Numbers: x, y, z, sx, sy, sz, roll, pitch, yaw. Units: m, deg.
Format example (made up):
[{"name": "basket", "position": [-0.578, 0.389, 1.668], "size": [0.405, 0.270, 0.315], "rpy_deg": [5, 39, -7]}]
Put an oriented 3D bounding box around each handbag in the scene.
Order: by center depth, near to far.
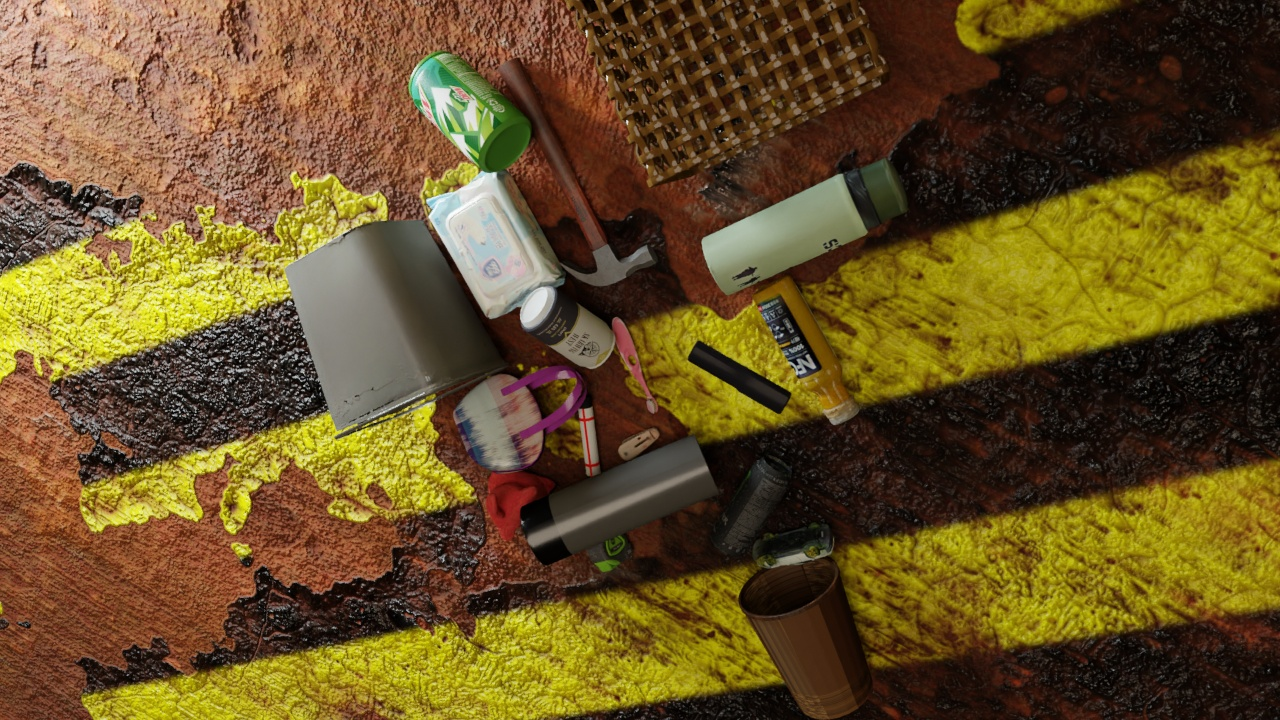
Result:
[{"name": "handbag", "position": [-0.150, 0.065, 1.201], "size": [0.170, 0.068, 0.144], "rpy_deg": [-30, 66, 6]}]

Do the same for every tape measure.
[{"name": "tape measure", "position": [-0.047, 0.250, 1.234], "size": [0.036, 0.065, 0.058], "rpy_deg": [-21, 89, 33]}]

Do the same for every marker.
[{"name": "marker", "position": [-0.067, 0.118, 1.228], "size": [0.019, 0.019, 0.146], "rpy_deg": [-3, 103, 16]}]

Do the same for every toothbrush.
[{"name": "toothbrush", "position": [-0.007, 0.007, 1.184], "size": [0.022, 0.016, 0.135], "rpy_deg": [-21, 98, 19]}]

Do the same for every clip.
[{"name": "clip", "position": [-0.004, 0.109, 1.198], "size": [0.060, 0.039, 0.024], "rpy_deg": [-34, 95, 26]}]

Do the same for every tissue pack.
[{"name": "tissue pack", "position": [-0.184, -0.152, 1.162], "size": [0.112, 0.069, 0.182], "rpy_deg": [-28, 95, 18]}]

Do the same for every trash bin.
[{"name": "trash bin", "position": [-0.319, -0.047, 1.170], "size": [0.198, 0.197, 0.220], "rpy_deg": [-24, 91, 21]}]

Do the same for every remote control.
[{"name": "remote control", "position": [0.123, 0.022, 1.152], "size": [0.136, 0.015, 0.032], "rpy_deg": [30, 110, 6]}]

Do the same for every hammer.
[{"name": "hammer", "position": [-0.095, -0.232, 1.140], "size": [0.111, 0.028, 0.300], "rpy_deg": [-25, 96, 19]}]

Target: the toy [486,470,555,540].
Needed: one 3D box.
[{"name": "toy", "position": [-0.186, 0.183, 1.225], "size": [0.094, 0.132, 0.088], "rpy_deg": [33, 100, 15]}]

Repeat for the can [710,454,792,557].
[{"name": "can", "position": [0.141, 0.187, 1.170], "size": [0.054, 0.053, 0.138], "rpy_deg": [31, 110, 6]}]

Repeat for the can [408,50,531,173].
[{"name": "can", "position": [-0.207, -0.301, 1.109], "size": [0.144, 0.083, 0.083], "rpy_deg": [45, 111, 16]}]

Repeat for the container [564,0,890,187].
[{"name": "container", "position": [0.098, -0.338, 0.956], "size": [0.252, 0.219, 0.214], "rpy_deg": [-22, 97, 19]}]

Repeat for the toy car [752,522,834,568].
[{"name": "toy car", "position": [0.196, 0.240, 1.173], "size": [0.106, 0.047, 0.033], "rpy_deg": [-16, 119, 18]}]

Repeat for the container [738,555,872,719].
[{"name": "container", "position": [0.216, 0.352, 1.160], "size": [0.132, 0.132, 0.167], "rpy_deg": [-20, 104, 19]}]

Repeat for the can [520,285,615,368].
[{"name": "can", "position": [-0.086, -0.038, 1.146], "size": [0.064, 0.064, 0.127], "rpy_deg": [-41, 127, 21]}]

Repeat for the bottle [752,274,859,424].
[{"name": "bottle", "position": [0.201, -0.011, 1.102], "size": [0.053, 0.053, 0.186], "rpy_deg": [-29, 95, 20]}]

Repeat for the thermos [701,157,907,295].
[{"name": "thermos", "position": [0.189, -0.158, 1.058], "size": [0.232, 0.082, 0.082], "rpy_deg": [-24, 97, 20]}]

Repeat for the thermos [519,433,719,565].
[{"name": "thermos", "position": [-0.027, 0.177, 1.163], "size": [0.240, 0.082, 0.082], "rpy_deg": [-23, 97, 3]}]
